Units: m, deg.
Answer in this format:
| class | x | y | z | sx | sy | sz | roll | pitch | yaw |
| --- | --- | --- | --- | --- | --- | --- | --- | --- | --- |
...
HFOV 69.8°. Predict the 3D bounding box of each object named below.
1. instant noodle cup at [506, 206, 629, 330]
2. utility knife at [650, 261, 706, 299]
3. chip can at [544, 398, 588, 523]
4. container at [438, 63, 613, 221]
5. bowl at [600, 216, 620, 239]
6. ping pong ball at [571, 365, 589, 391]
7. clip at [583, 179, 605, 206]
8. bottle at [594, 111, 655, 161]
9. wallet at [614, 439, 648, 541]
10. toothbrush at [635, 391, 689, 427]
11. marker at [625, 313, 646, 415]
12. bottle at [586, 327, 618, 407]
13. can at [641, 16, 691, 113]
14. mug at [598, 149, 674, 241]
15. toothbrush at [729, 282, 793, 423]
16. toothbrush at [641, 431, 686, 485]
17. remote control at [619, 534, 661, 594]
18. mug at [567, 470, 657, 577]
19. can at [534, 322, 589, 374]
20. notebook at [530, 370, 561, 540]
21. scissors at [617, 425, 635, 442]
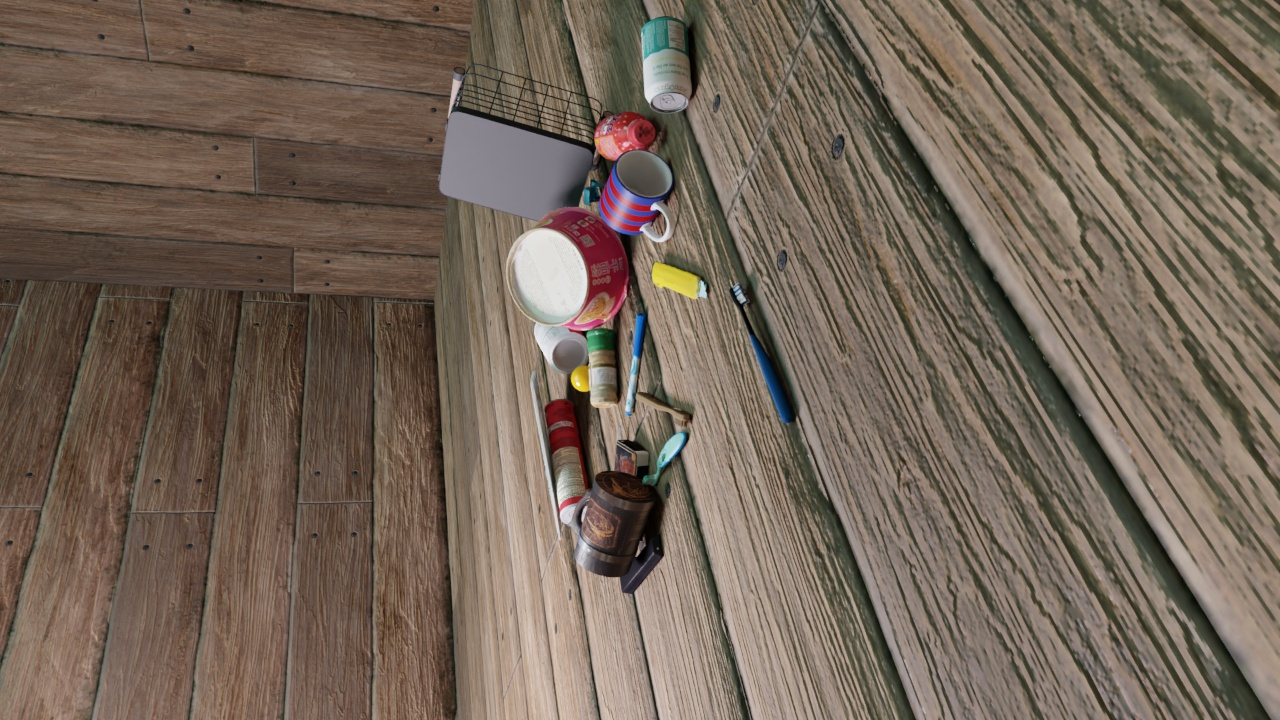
| class | x | y | z | sx | sy | sz | roll | pitch | yaw |
| --- | --- | --- | --- | --- | --- | --- | --- | --- | --- |
| instant noodle cup | -0.112 | -0.122 | 1.283 | 0.179 | 0.077 | 0.179 | 9 | 108 | 28 |
| utility knife | 0.043 | -0.092 | 1.068 | 0.165 | 0.017 | 0.030 | -142 | 51 | -68 |
| chip can | -0.117 | 0.158 | 1.472 | 0.052 | 0.051 | 0.214 | 110 | 154 | -44 |
| container | -0.175 | -0.319 | 1.356 | 0.163 | 0.241 | 0.130 | 115 | 166 | -50 |
| bowl | -0.085 | -0.146 | 1.366 | 0.144 | 0.074 | 0.144 | -179 | 91 | -72 |
| ping pong ball | -0.086 | 0.028 | 1.408 | 0.040 | 0.040 | 0.040 | -179 | 91 | -72 |
| clip | -0.065 | -0.233 | 1.280 | 0.130 | 0.121 | 0.031 | 33 | 128 | 55 |
| bottle | -0.016 | -0.292 | 1.195 | 0.137 | 0.062 | 0.062 | -152 | 66 | -69 |
| wallet | -0.016 | 0.171 | 1.205 | 0.072 | 0.019 | 0.123 | 23 | 110 | 60 |
| toothbrush | 0.025 | 0.057 | 1.108 | 0.167 | 0.016 | 0.016 | -157 | 70 | -70 |
| marker | -0.007 | 0.007 | 1.216 | 0.013 | 0.013 | 0.142 | -132 | 47 | -65 |
| bottle | -0.054 | 0.011 | 1.312 | 0.043 | 0.043 | 0.111 | 142 | 127 | -67 |
| can | 0.030 | -0.344 | 1.068 | 0.055 | 0.055 | 0.101 | 140 | 129 | -66 |
| mug | 0.004 | -0.192 | 1.128 | 0.112 | 0.074 | 0.076 | 57 | 150 | 15 |
| toothbrush | 0.112 | -0.010 | 0.852 | 0.014 | 0.014 | 0.167 | -37 | 47 | 23 |
| toothbrush | 0.028 | 0.119 | 1.092 | 0.135 | 0.017 | 0.022 | 118 | 149 | -54 |
| remote control | -0.001 | 0.260 | 1.166 | 0.137 | 0.015 | 0.032 | 118 | 149 | -53 |
| mug | -0.044 | 0.196 | 1.153 | 0.116 | 0.079 | 0.107 | 33 | 113 | 43 |
| can | -0.129 | -0.032 | 1.497 | 0.132 | 0.070 | 0.070 | -128 | 43 | -63 |
| notebook | -0.154 | 0.148 | 1.508 | 0.181 | 0.009 | 0.253 | -133 | 33 | -82 |
| scissors | -0.026 | 0.177 | 1.255 | 0.142 | 0.014 | 0.161 | 129 | 134 | -53 |
